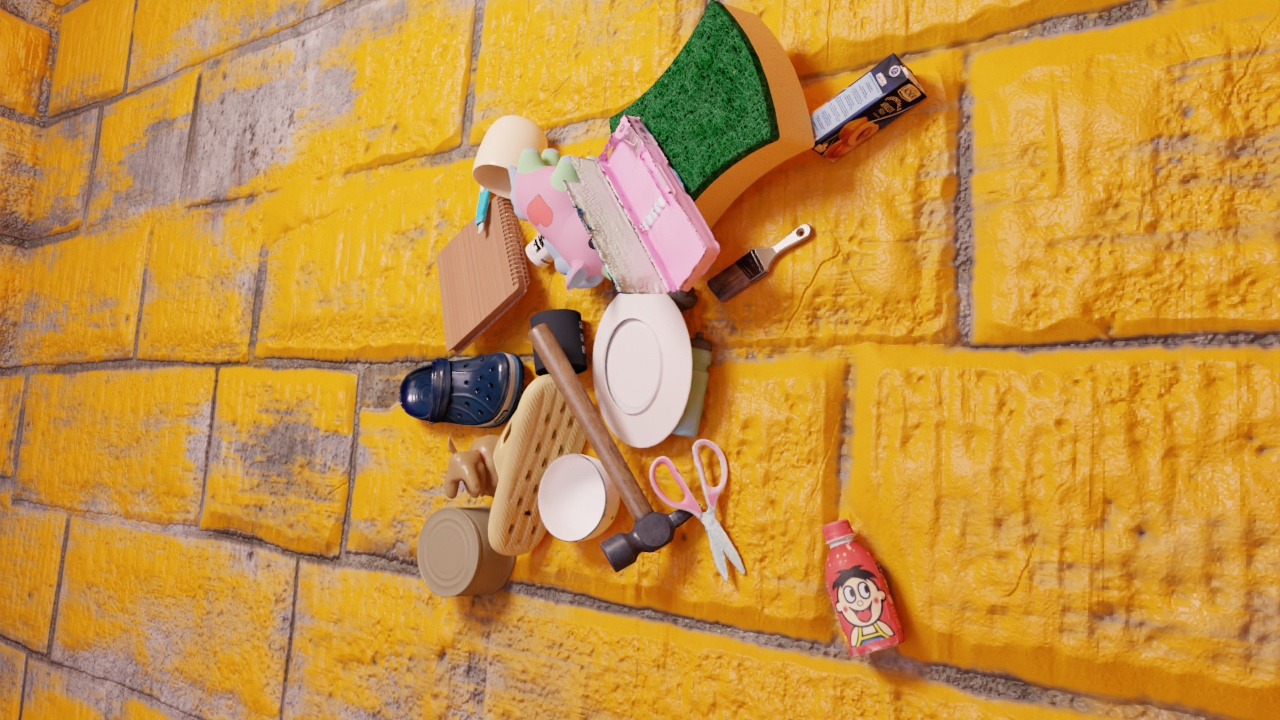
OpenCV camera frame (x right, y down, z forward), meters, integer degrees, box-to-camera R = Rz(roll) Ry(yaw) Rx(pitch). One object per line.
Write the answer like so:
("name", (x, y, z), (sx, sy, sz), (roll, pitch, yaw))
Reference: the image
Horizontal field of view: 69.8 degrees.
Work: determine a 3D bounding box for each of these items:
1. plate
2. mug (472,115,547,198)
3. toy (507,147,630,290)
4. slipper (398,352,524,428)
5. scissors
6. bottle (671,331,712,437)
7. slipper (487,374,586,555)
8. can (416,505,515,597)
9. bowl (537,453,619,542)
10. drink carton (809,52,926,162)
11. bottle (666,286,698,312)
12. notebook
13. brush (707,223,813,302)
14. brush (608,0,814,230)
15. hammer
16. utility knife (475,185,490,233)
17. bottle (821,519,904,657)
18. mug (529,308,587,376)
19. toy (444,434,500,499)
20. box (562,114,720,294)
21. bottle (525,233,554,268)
("plate", (-0.007, 0.007, 1.166), (0.209, 0.015, 0.208), (-1, 89, 53))
("mug", (-0.190, -0.299, 1.344), (0.120, 0.096, 0.099), (-17, 54, 58))
("toy", (-0.100, -0.187, 1.216), (0.222, 0.119, 0.171), (19, 110, 35))
("slipper", (-0.278, 0.046, 1.352), (0.253, 0.095, 0.105), (-8, 75, 38))
("scissors", (0.093, 0.176, 1.098), (0.105, 0.016, 0.179), (-32, 77, -10))
("bottle", (0.062, 0.029, 1.138), (0.040, 0.040, 0.130), (9, 88, 36))
("slipper", (-0.147, 0.137, 1.245), (0.079, 0.111, 0.261), (32, 106, 57))
("can", (-0.248, 0.271, 1.303), (0.128, 0.073, 0.127), (-7, 79, 35))
("bowl", (-0.072, 0.180, 1.197), (0.114, 0.063, 0.113), (-7, 79, 35))
("drink carton", (0.251, -0.284, 1.037), (0.130, 0.064, 0.040), (-33, 67, 29))
("bottle", (0.023, -0.062, 1.183), (0.110, 0.036, 0.036), (-31, 66, 28))
("notebook", (-0.236, -0.134, 1.356), (0.169, 0.022, 0.210), (-38, 46, 25))
("brush", (0.146, -0.121, 1.119), (0.152, 0.012, 0.039), (-34, 64, 26))
("brush", (0.077, -0.278, 1.113), (0.251, 0.075, 0.195), (-39, 62, 43))
("hammer", (-0.053, 0.091, 1.143), (0.129, 0.040, 0.321), (-28, 76, -10))
("utility knife", (-0.240, -0.236, 1.388), (0.022, 0.015, 0.124), (-22, 46, 27))
("bottle", (0.228, 0.238, 0.971), (0.062, 0.062, 0.137), (-28, 68, 29))
("mug", (-0.120, -0.018, 1.267), (0.105, 0.071, 0.077), (-31, 63, 58))
("toy", (-0.223, 0.148, 1.291), (0.134, 0.108, 0.106), (-13, 91, 34))
("box", (-0.011, -0.187, 1.077), (0.087, 0.105, 0.230), (-51, 54, 39))
("bottle", (-0.111, -0.180, 1.297), (0.116, 0.041, 0.041), (-39, 62, 25))
